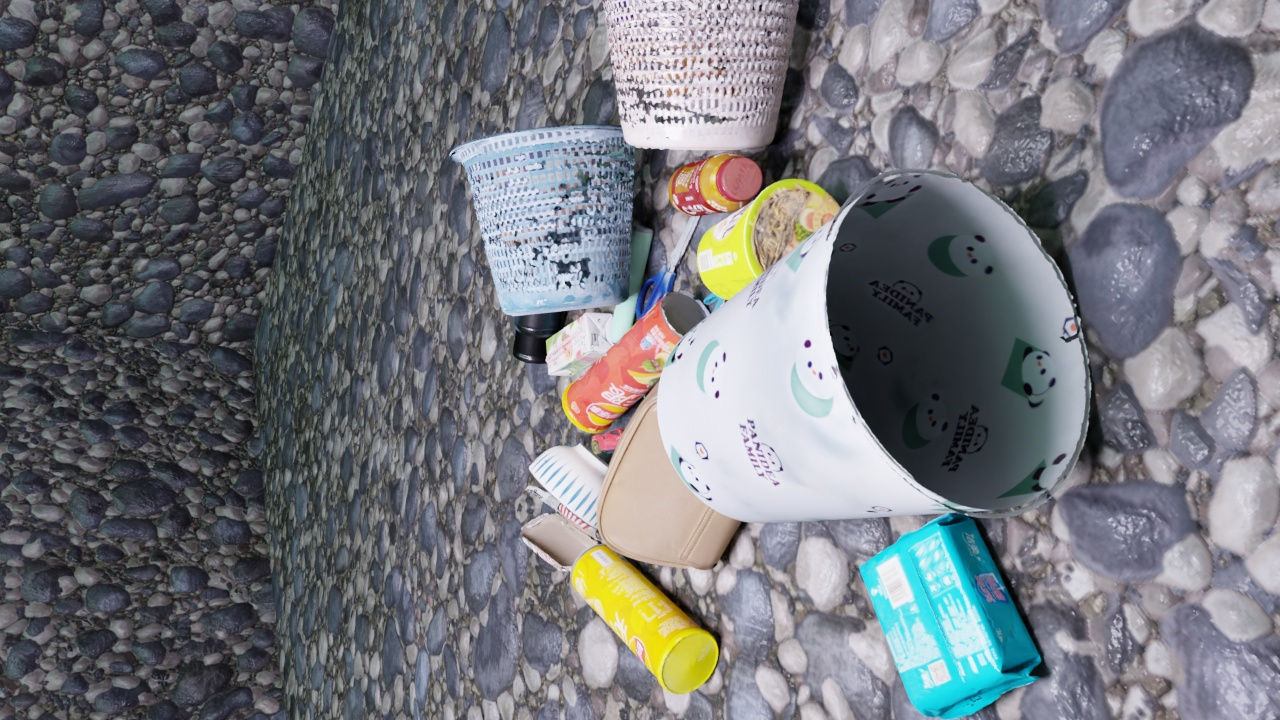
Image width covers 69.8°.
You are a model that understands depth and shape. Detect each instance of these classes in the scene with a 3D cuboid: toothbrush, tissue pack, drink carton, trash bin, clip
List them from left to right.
[{"bbox_3d":[-0.097,-0.155,1.069,0.227,0.226,0.195,2,99,58],"label":"trash bin"},{"bbox_3d":[-0.082,-0.020,1.206,0.123,0.045,0.053,-28,64,54],"label":"drink carton"},{"bbox_3d":[-0.020,-0.056,1.130,0.026,0.027,0.225,-42,-34,-75],"label":"toothbrush"},{"bbox_3d":[0.058,-0.306,0.893,0.228,0.227,0.192,25,119,56],"label":"trash bin"},{"bbox_3d":[0.087,-0.067,0.974,0.056,0.013,0.039,-46,49,44],"label":"clip"},{"bbox_3d":[0.150,0.016,0.684,0.253,0.229,0.229,-30,60,59],"label":"trash bin"},{"bbox_3d":[0.227,0.190,0.679,0.093,0.050,0.133,-47,49,42],"label":"tissue pack"}]

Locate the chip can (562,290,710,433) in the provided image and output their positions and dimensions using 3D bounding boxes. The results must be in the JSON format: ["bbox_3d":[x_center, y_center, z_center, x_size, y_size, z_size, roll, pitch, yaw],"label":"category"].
[{"bbox_3d":[-0.006,0.006,1.048,0.217,0.073,0.073,-41,52,42],"label":"chip can"}]

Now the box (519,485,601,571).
[{"bbox_3d":[-0.107,0.207,1.186,0.163,0.076,0.088,16,124,60],"label":"box"}]

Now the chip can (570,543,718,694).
[{"bbox_3d":[-0.002,0.278,1.010,0.213,0.072,0.072,28,109,56],"label":"chip can"}]

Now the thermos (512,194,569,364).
[{"bbox_3d":[-0.135,-0.121,1.257,0.090,0.068,0.243,-107,25,-64],"label":"thermos"}]

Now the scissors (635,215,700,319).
[{"bbox_3d":[0.033,-0.118,1.070,0.108,0.012,0.175,24,105,56],"label":"scissors"}]

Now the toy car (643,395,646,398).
[{"bbox_3d":[0.028,0.048,1.021,0.091,0.043,0.036,-46,32,34],"label":"toy car"}]

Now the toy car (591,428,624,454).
[{"bbox_3d":[-0.016,0.096,1.081,0.106,0.049,0.031,-10,79,58],"label":"toy car"}]

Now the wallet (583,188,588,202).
[{"bbox_3d":[-0.093,-0.174,1.266,0.087,0.024,0.115,-22,69,58],"label":"wallet"}]

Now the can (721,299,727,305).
[{"bbox_3d":[0.079,0.003,0.938,0.133,0.053,0.053,-64,38,29],"label":"can"}]

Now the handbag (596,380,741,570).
[{"bbox_3d":[0.045,0.110,0.913,0.205,0.148,0.099,-64,-2,29],"label":"handbag"}]

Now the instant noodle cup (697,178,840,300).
[{"bbox_3d":[0.115,-0.101,0.858,0.124,0.111,0.111,175,99,-66],"label":"instant noodle cup"}]

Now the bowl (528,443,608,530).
[{"bbox_3d":[-0.071,0.144,1.118,0.066,0.116,0.116,-49,36,-3],"label":"bowl"}]

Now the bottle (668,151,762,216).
[{"bbox_3d":[0.075,-0.176,0.920,0.175,0.057,0.057,-152,70,-76],"label":"bottle"}]
